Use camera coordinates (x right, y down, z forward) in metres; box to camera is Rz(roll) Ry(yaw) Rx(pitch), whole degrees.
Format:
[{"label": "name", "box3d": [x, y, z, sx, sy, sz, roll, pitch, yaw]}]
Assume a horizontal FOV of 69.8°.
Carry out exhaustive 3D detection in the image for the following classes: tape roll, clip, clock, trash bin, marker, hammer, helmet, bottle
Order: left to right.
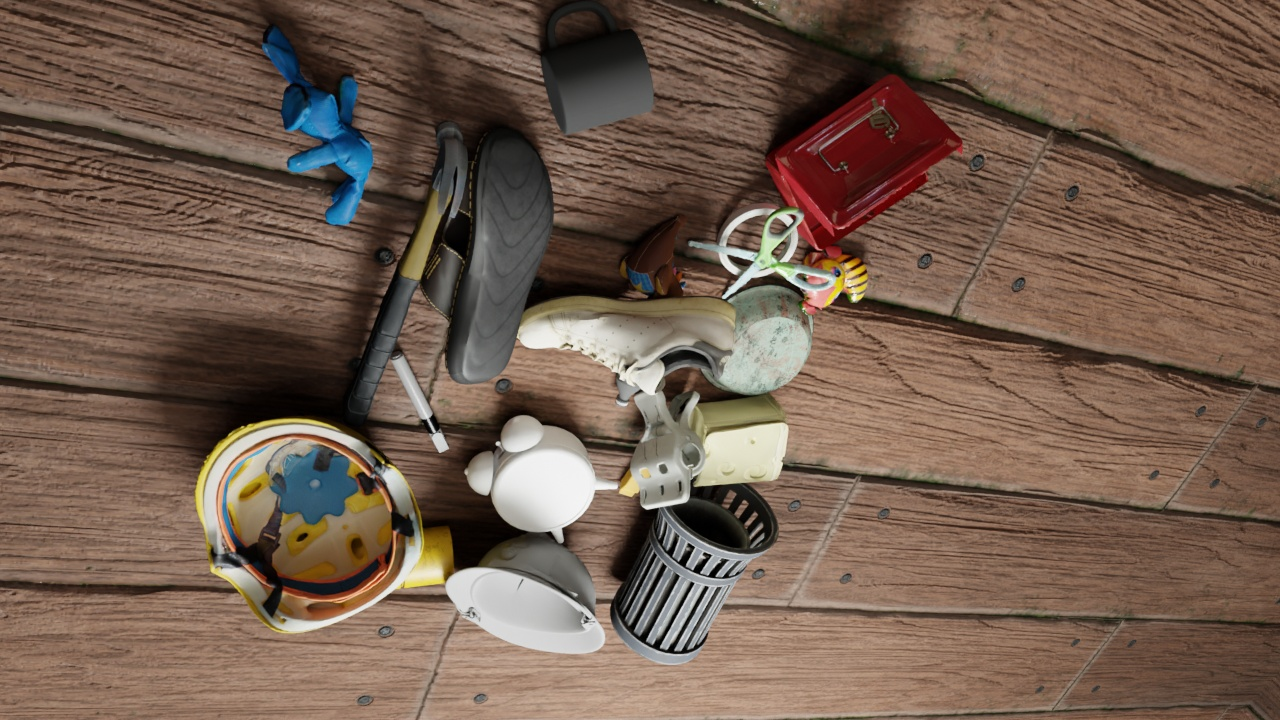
[{"label": "helmet", "box3d": [-0.355, 0.156, 0.997, 0.209, 0.139, 0.240, -31, 105, -5]}, {"label": "bottle", "box3d": [-0.313, 0.243, 1.107, 0.163, 0.071, 0.071, -3, 122, -19]}, {"label": "hammer", "box3d": [-0.240, -0.068, 0.918, 0.025, 0.117, 0.334, 15, 121, -26]}, {"label": "marker", "box3d": [-0.249, 0.048, 1.037, 0.016, 0.016, 0.141, -22, 127, -6]}, {"label": "helmet", "box3d": [-0.133, 0.276, 1.171, 0.184, 0.117, 0.271, -3, 142, 19]}, {"label": "clock", "box3d": [-0.124, 0.139, 1.120, 0.161, 0.072, 0.125, 38, 103, -28]}, {"label": "bottle", "box3d": [-0.006, 0.006, 1.088, 0.036, 0.036, 0.110, 8, 119, -25]}, {"label": "clip", "box3d": [0.031, 0.105, 1.109, 0.072, 0.142, 0.125, 9, 163, -26]}, {"label": "trash bin", "box3d": [0.060, 0.278, 1.219, 0.164, 0.164, 0.228, 9, 122, -25]}, {"label": "tape roll", "box3d": [0.134, -0.137, 1.052, 0.093, 0.013, 0.093, -5, 129, -6]}]

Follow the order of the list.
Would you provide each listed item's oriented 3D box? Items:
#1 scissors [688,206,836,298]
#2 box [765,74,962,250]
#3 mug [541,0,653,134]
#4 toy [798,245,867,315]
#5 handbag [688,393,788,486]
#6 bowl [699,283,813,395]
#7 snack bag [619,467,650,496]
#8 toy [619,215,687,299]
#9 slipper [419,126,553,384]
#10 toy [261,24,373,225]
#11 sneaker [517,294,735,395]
[{"label": "scissors", "box3d": [0.140, -0.111, 1.031, 0.174, 0.022, 0.172, 21, 146, -15]}, {"label": "box", "box3d": [0.239, -0.202, 1.001, 0.157, 0.154, 0.168, -32, 157, 4]}, {"label": "mug", "box3d": [-0.047, -0.281, 0.869, 0.088, 0.078, 0.113, -18, 99, -9]}, {"label": "toy", "box3d": [0.228, -0.097, 1.105, 0.103, 0.046, 0.084, -8, 102, -28]}, {"label": "handbag", "box3d": [0.122, 0.105, 1.171, 0.119, 0.081, 0.111, -5, 116, -17]}, {"label": "bowl", "box3d": [0.149, -0.016, 1.131, 0.157, 0.038, 0.158, -10, 124, -15]}, {"label": "snack bag", "box3d": [0.006, 0.136, 1.188, 0.026, 0.020, 0.099, 25, 111, -25]}, {"label": "toy", "box3d": [0.031, -0.107, 1.032, 0.103, 0.071, 0.090, -54, 140, -10]}, {"label": "slipper", "box3d": [-0.161, -0.104, 0.938, 0.112, 0.076, 0.268, -7, 117, -46]}, {"label": "toy", "box3d": [-0.282, -0.199, 0.818, 0.071, 0.112, 0.176, -11, 135, 3]}, {"label": "sneaker", "box3d": [-0.015, -0.012, 0.999, 0.241, 0.102, 0.089, -2, 160, 1]}]
